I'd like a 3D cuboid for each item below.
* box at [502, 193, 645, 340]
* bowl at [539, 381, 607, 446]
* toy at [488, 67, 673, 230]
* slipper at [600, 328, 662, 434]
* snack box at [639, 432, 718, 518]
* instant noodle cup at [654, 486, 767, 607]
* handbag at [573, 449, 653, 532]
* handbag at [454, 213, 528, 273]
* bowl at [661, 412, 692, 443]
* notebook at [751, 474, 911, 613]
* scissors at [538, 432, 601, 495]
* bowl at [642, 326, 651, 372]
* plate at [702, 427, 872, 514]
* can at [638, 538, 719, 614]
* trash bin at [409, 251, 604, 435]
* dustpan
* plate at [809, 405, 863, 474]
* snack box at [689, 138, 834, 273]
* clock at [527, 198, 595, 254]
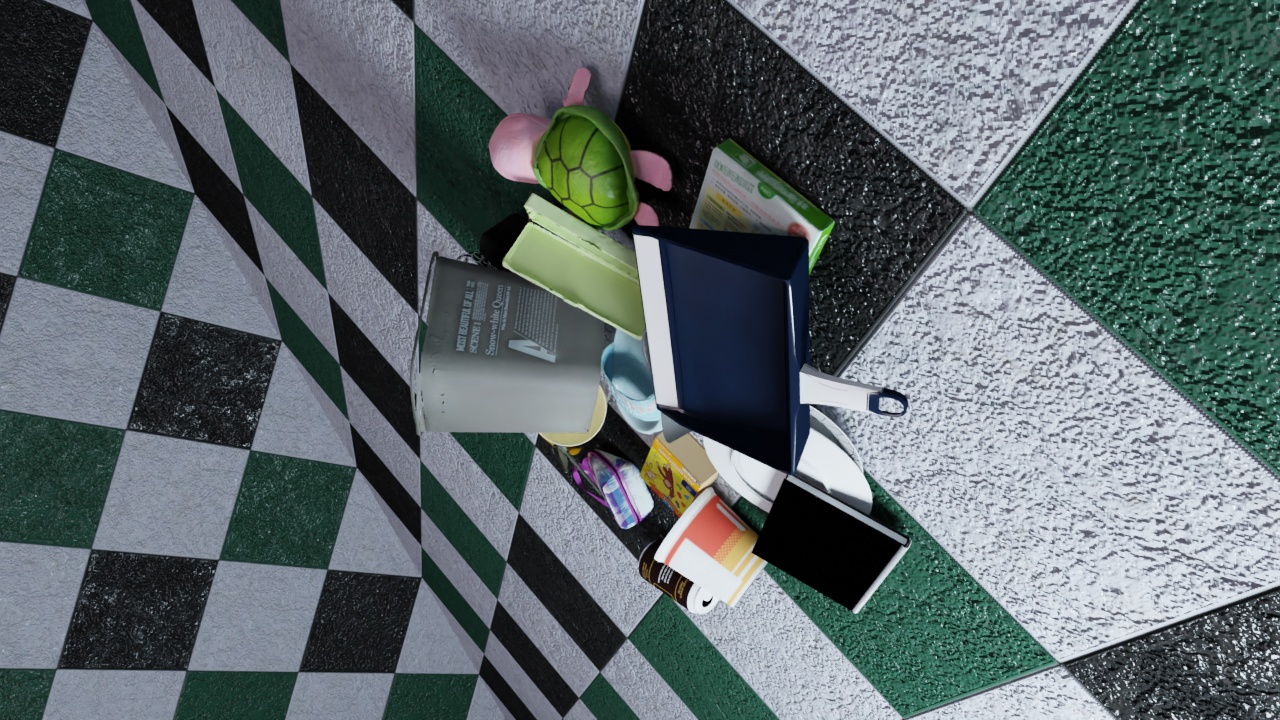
[{"bbox_3d":[-0.053,-0.114,1.034,0.188,0.091,0.083,27,154,2],"label":"box"},{"bbox_3d":[-0.098,0.061,1.352,0.118,0.118,0.074,52,-166,3],"label":"bowl"},{"bbox_3d":[-0.066,-0.213,0.994,0.238,0.087,0.190,30,139,28],"label":"toy"},{"bbox_3d":[-0.007,0.007,1.164,0.104,0.074,0.246,40,148,25],"label":"slipper"},{"bbox_3d":[0.053,0.154,1.270,0.088,0.040,0.126,45,151,16],"label":"snack box"},{"bbox_3d":[0.105,0.257,1.236,0.121,0.123,0.124,37,149,15],"label":"instant noodle cup"},{"bbox_3d":[-0.058,0.201,1.482,0.170,0.068,0.144,13,131,60],"label":"handbag"},{"bbox_3d":[-0.177,-0.101,1.261,0.125,0.114,0.154,42,148,13],"label":"handbag"},{"bbox_3d":[0.064,0.038,1.086,0.052,0.123,0.124,4,132,14],"label":"bowl"},{"bbox_3d":[0.216,0.218,1.075,0.149,0.016,0.207,29,148,14],"label":"notebook"},{"bbox_3d":[-0.134,0.118,1.399,0.225,0.016,0.225,44,-176,-11],"label":"scissors"},{"bbox_3d":[0.065,-0.020,1.012,0.113,0.063,0.113,3,99,18],"label":"bowl"},{"bbox_3d":[0.161,0.131,1.045,0.209,0.015,0.209,25,147,18],"label":"plate"},{"bbox_3d":[0.060,0.335,1.429,0.129,0.071,0.072,25,141,42],"label":"can"},{"bbox_3d":[-0.164,-0.007,1.173,0.220,0.197,0.198,7,150,-6],"label":"trash bin"},{"bbox_3d":[0.118,0.003,0.873,0.273,0.079,0.237,8,130,20],"label":"dustpan"},{"bbox_3d":[0.161,0.089,1.023,0.189,0.016,0.189,25,147,18],"label":"plate"},{"bbox_3d":[0.108,-0.115,0.901,0.132,0.027,0.168,43,150,17],"label":"snack box"},{"bbox_3d":[-0.099,-0.152,1.153,0.129,0.052,0.090,42,150,30],"label":"clock"}]
